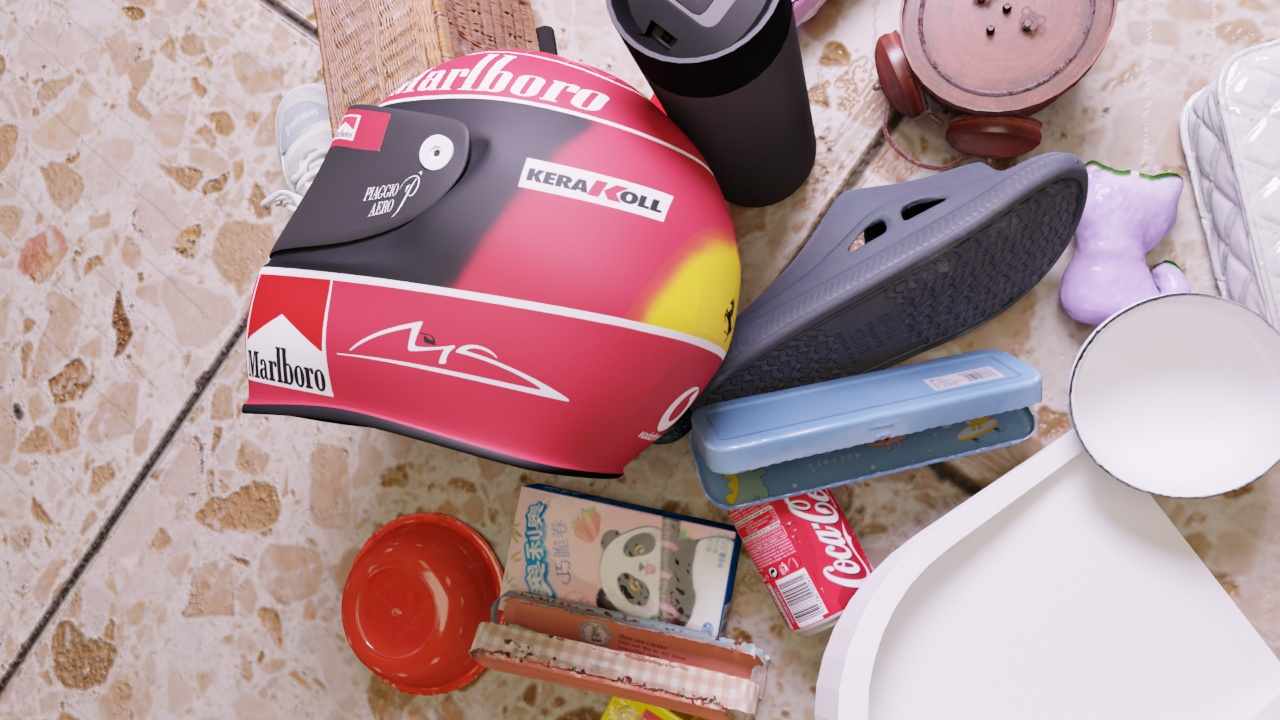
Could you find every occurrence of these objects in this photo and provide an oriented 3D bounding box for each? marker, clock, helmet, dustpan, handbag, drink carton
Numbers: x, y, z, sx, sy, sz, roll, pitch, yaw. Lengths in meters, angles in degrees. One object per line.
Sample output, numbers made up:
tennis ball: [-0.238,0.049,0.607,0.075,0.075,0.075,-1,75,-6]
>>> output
marker: [-0.063,-0.186,0.670,0.017,0.021,0.123,-11,80,12]
clock: [0.213,-0.192,0.566,0.120,0.072,0.158,39,104,14]
helmet: [-0.078,-0.057,0.516,0.271,0.197,0.224,10,86,18]
dustpan: [0.221,0.171,0.500,0.257,0.053,0.191,-31,77,-10]
handbag: [0.402,-0.091,0.514,0.139,0.072,0.194,-11,82,12]
drink carton: [0.035,0.261,0.588,0.134,0.043,0.058,29,93,16]

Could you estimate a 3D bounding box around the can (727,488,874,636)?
can: [0.099,0.112,0.575,0.064,0.064,0.104,-29,78,10]

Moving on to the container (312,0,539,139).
container: [-0.147,-0.222,0.641,0.113,0.113,0.198,-16,78,28]

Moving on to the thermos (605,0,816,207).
thermos: [0.052,-0.159,0.524,0.082,0.240,0.082,-2,84,14]

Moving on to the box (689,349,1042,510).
box: [0.135,0.043,0.557,0.210,0.068,0.059,-11,114,-6]

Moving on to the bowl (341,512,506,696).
bowl: [-0.161,0.173,0.646,0.131,0.045,0.130,-2,84,15]

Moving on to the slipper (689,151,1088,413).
slipper: [0.141,-0.049,0.573,0.268,0.110,0.083,-31,52,13]

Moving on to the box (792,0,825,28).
box: [0.085,-0.355,0.630,0.159,0.035,0.230,-42,71,10]

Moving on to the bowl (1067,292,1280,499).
bowl: [0.305,0.017,0.525,0.113,0.063,0.113,2,97,20]

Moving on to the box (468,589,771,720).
box: [-0.011,0.186,0.582,0.188,0.056,0.063,10,49,13]

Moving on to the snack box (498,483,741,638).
snack box: [-0.014,0.140,0.618,0.154,0.033,0.088,9,86,15]

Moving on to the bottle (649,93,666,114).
bottle: [0.030,-0.222,0.642,0.036,0.036,0.119,7,86,15]

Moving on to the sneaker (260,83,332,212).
sneaker: [-0.213,-0.109,0.665,0.089,0.090,0.242,-30,77,11]

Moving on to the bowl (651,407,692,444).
bowl: [-0.004,0.004,0.618,0.110,0.055,0.110,-1,85,14]

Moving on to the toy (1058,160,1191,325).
toy: [0.297,-0.068,0.559,0.080,0.036,0.099,10,92,5]
